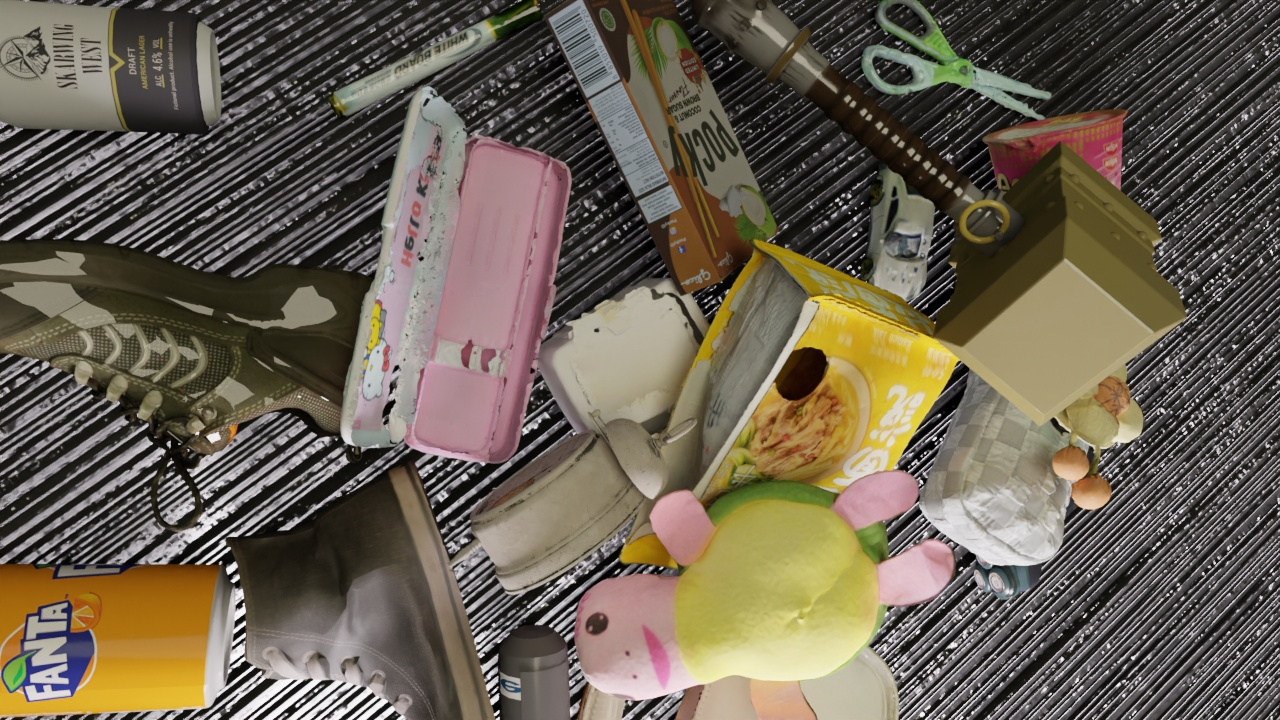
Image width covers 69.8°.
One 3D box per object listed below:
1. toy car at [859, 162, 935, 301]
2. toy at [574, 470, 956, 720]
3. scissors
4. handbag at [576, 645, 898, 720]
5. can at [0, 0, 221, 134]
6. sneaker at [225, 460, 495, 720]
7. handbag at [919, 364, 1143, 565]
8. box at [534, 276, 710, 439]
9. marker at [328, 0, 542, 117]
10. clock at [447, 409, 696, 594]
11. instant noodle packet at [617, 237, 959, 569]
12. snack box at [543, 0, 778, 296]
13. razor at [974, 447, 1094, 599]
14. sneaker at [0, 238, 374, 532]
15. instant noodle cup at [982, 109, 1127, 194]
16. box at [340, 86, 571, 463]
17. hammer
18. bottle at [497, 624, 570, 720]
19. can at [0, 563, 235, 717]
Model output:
[{"bbox_3d":[0.194,-0.095,0.677,0.048,0.033,0.105,6,92,-20],"label":"toy car"},{"bbox_3d":[0.070,0.146,0.561,0.238,0.087,0.190,-28,106,10],"label":"toy"},{"bbox_3d":[0.247,-0.225,0.696,0.175,0.033,0.078,10,88,-23],"label":"scissors"},{"bbox_3d":[0.058,0.252,0.635,0.199,0.093,0.200,22,86,2],"label":"handbag"},{"bbox_3d":[-0.298,-0.157,0.494,0.127,0.064,0.064,-2,94,-18],"label":"can"},{"bbox_3d":[-0.155,0.190,0.549,0.119,0.095,0.235,-18,101,-14],"label":"sneaker"},{"bbox_3d":[0.288,0.063,0.666,0.112,0.123,0.171,35,71,-18],"label":"handbag"},{"bbox_3d":[0.000,0.004,0.597,0.107,0.076,0.102,-33,104,-16],"label":"box"},{"bbox_3d":[-0.126,-0.190,0.574,0.146,0.017,0.017,-32,102,-14],"label":"marker"},{"bbox_3d":[-0.036,0.072,0.540,0.157,0.103,0.061,-33,96,11],"label":"clock"},{"bbox_3d":[0.095,0.053,0.600,0.162,0.084,0.222,14,111,-39],"label":"instant noodle packet"},{"bbox_3d":[0.019,-0.146,0.587,0.100,0.032,0.186,-41,108,-51],"label":"snack box"},{"bbox_3d":[0.315,0.124,0.726,0.052,0.047,0.142,44,76,-5],"label":"razor"},{"bbox_3d":[-0.260,0.016,0.500,0.237,0.101,0.143,5,85,-25],"label":"sneaker"},{"bbox_3d":[0.315,-0.123,0.687,0.097,0.098,0.109,-19,107,-16],"label":"instant noodle cup"},{"bbox_3d":[-0.116,-0.044,0.552,0.149,0.073,0.201,16,83,-49],"label":"box"},{"bbox_3d":[0.167,-0.130,0.578,0.325,0.189,0.101,39,125,-1],"label":"hammer"},{"bbox_3d":[-0.069,0.232,0.602,0.047,0.047,0.112,-2,95,-18],"label":"bottle"},{"bbox_3d":[-0.303,0.152,0.503,0.142,0.079,0.079,4,92,-18],"label":"can"}]
